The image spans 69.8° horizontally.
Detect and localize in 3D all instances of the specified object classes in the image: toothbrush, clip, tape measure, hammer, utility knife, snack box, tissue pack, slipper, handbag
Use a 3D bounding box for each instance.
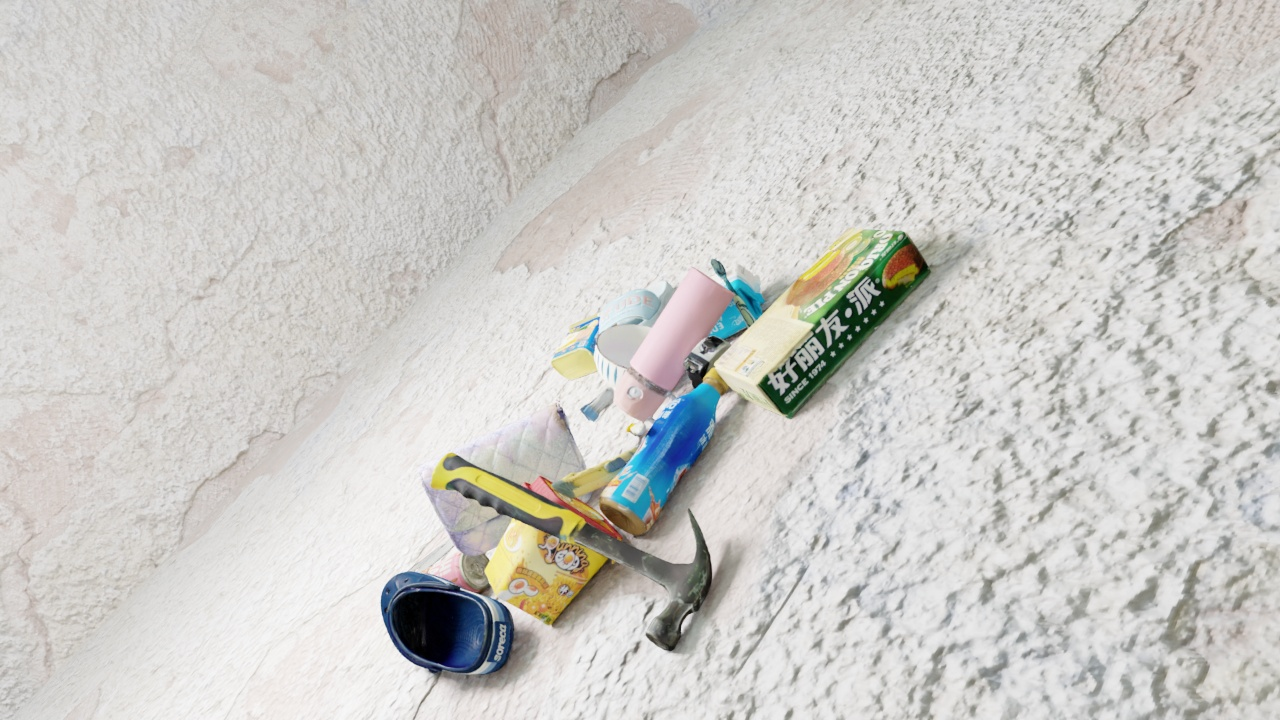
[{"bbox_3d":[-0.004,0.085,1.111,0.016,0.018,0.191,-52,1,-6],"label":"toothbrush"},{"bbox_3d":[-0.060,0.061,1.330,0.058,0.026,0.041,-46,14,-12],"label":"clip"},{"bbox_3d":[0.088,0.004,1.122,0.033,0.066,0.066,31,74,34],"label":"tape measure"},{"bbox_3d":[-0.075,0.162,0.913,0.324,0.032,0.125,20,59,27],"label":"hammer"},{"bbox_3d":[0.127,-0.065,1.148,0.016,0.018,0.191,-36,50,13],"label":"toothbrush"},{"bbox_3d":[-0.028,0.121,1.052,0.197,0.031,0.021,-16,-29,-54],"label":"utility knife"},{"bbox_3d":[0.201,-0.047,1.033,0.240,0.063,0.114,-45,22,-8],"label":"snack box"},{"bbox_3d":[0.101,-0.067,1.238,0.140,0.063,0.089,-28,24,17],"label":"tissue pack"},{"bbox_3d":[-0.241,0.303,1.048,0.253,0.095,0.105,-2,70,49],"label":"slipper"},{"bbox_3d":[-0.160,0.148,1.136,0.193,0.134,0.075,-26,18,-7],"label":"handbag"},{"bbox_3d":[-0.010,-0.072,1.405,0.104,0.074,0.244,-30,14,28],"label":"slipper"}]

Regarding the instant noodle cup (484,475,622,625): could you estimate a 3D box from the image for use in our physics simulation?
[{"bbox_3d":[-0.101,0.210,1.008,0.123,0.116,0.116,-55,22,-2],"label":"instant noodle cup"}]

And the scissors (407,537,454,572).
[{"bbox_3d":[-0.239,0.223,1.280,0.206,0.015,0.196,-19,32,17],"label":"scissors"}]

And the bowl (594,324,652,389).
[{"bbox_3d":[-0.007,0.007,1.255,0.116,0.116,0.066,-77,-2,-56],"label":"bowl"}]

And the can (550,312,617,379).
[{"bbox_3d":[-0.090,-0.021,1.497,0.102,0.057,0.083,-20,32,44],"label":"can"}]

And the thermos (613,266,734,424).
[{"bbox_3d":[0.046,-0.012,1.150,0.199,0.087,0.067,-58,-13,7],"label":"thermos"}]

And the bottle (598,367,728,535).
[{"bbox_3d":[0.036,0.095,1.040,0.065,0.065,0.218,-9,39,55],"label":"bottle"}]

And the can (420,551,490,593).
[{"bbox_3d":[-0.260,0.292,1.182,0.148,0.058,0.057,-30,24,27],"label":"can"}]
